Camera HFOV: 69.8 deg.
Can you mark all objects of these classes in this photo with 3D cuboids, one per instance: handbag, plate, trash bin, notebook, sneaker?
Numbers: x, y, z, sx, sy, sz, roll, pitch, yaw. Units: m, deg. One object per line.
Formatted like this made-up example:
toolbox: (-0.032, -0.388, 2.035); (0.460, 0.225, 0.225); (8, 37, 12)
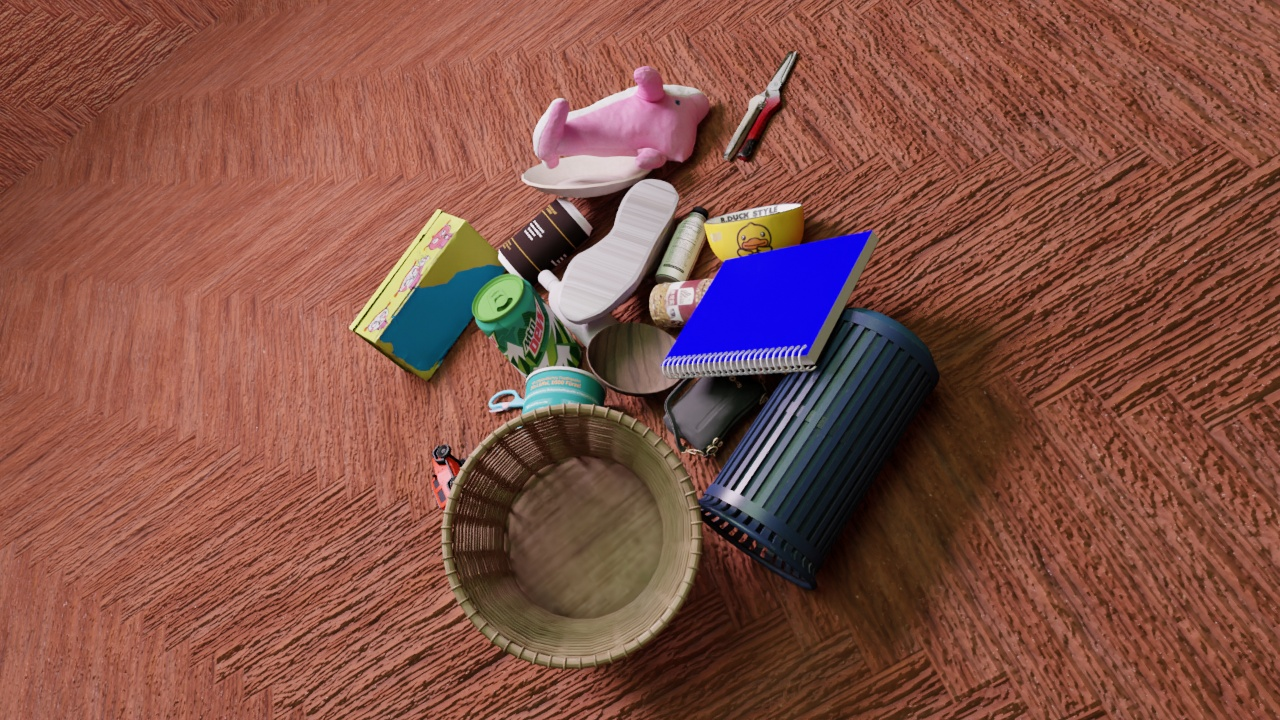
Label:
handbag: (0.084, 0.051, 1.020); (0.128, 0.054, 0.079); (-46, 50, -5)
plate: (-0.074, -0.259, 1.305); (0.189, 0.027, 0.188); (-4, 25, 2)
trash bin: (0.174, 0.076, 0.885); (0.139, 0.139, 0.249); (25, 74, 42)
notebook: (0.127, -0.053, 0.953); (0.210, 0.022, 0.171); (-5, 47, 52)
sneaker: (-0.022, -0.123, 1.184); (0.099, 0.089, 0.235); (25, 65, 21)

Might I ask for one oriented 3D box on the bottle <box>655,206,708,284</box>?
bottle: (0.058, -0.147, 1.180); (0.041, 0.041, 0.115); (8, 65, 37)

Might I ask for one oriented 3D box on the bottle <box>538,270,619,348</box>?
bottle: (-0.083, -0.067, 1.211); (0.052, 0.052, 0.195); (-45, 46, -1)

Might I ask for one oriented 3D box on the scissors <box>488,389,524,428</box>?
scissors: (-0.148, 0.075, 1.186); (0.139, 0.015, 0.117); (-7, 56, 33)

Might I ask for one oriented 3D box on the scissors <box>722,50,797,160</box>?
scissors: (0.175, -0.351, 1.261); (0.189, 0.015, 0.140); (-38, 45, 6)

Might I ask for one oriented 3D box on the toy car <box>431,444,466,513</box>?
toy car: (-0.238, 0.155, 1.163); (0.049, 0.051, 0.100); (-39, 47, 2)

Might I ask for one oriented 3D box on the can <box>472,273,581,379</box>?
can: (-0.143, -0.036, 1.162); (0.083, 0.144, 0.082); (-17, 47, 19)

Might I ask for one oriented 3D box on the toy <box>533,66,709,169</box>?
toy: (-0.014, -0.310, 1.265); (0.265, 0.187, 0.127); (-15, 73, -18)

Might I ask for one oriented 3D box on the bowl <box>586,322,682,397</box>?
bowl: (-0.007, 0.007, 1.100); (0.119, 0.032, 0.119); (5, 45, -5)

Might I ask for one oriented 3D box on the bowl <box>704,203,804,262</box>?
bowl: (0.139, -0.143, 1.092); (0.117, 0.068, 0.117); (-11, 13, 2)

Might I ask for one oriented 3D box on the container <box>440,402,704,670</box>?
container: (-0.060, 0.169, 0.885); (0.227, 0.196, 0.226); (0, 78, 0)

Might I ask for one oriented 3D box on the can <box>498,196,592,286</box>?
can: (-0.136, -0.168, 1.303); (0.128, 0.072, 0.072); (-41, 46, 3)

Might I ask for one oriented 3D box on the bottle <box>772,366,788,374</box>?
bottle: (0.155, -0.011, 1.020); (0.144, 0.043, 0.043); (31, 79, 43)

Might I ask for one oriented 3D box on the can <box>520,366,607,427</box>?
can: (-0.095, 0.094, 1.076); (0.099, 0.099, 0.143); (-13, 54, 26)

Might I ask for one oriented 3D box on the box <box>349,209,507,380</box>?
box: (-0.303, -0.093, 1.331); (0.079, 0.124, 0.220); (26, 78, 42)

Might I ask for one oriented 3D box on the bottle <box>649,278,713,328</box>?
bottle: (0.069, -0.070, 1.109); (0.105, 0.056, 0.056); (-3, 59, 33)
